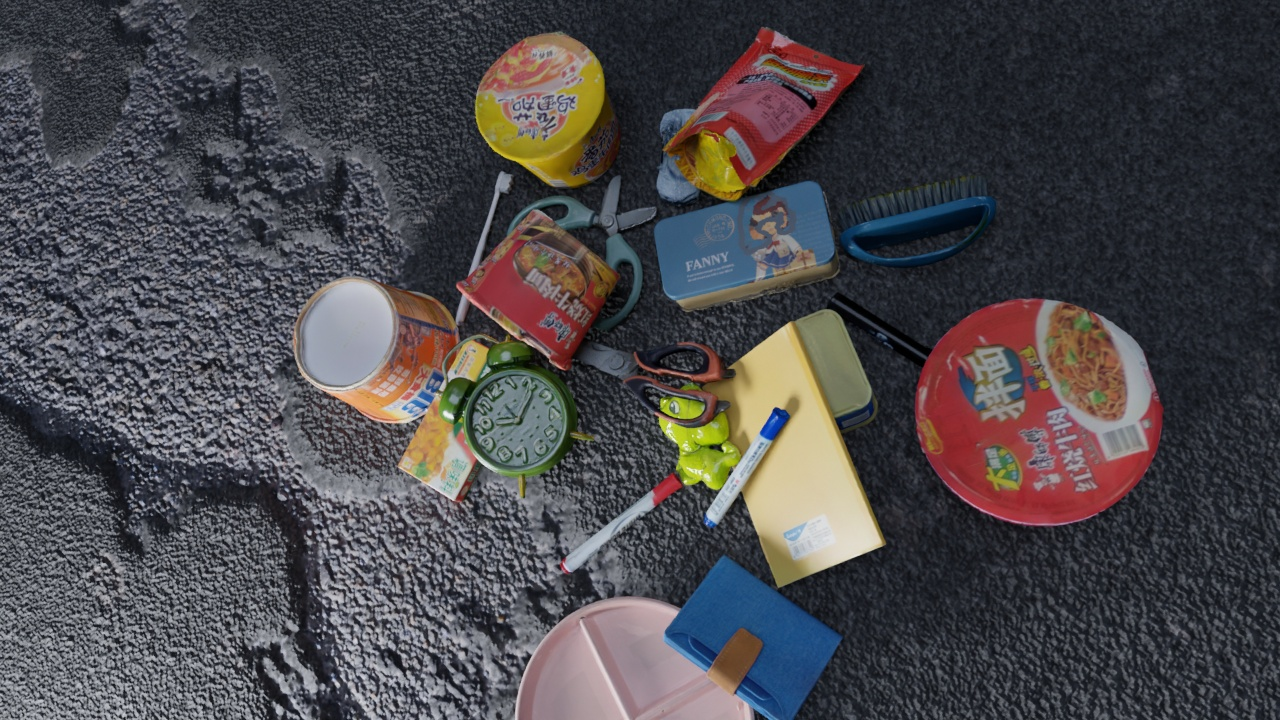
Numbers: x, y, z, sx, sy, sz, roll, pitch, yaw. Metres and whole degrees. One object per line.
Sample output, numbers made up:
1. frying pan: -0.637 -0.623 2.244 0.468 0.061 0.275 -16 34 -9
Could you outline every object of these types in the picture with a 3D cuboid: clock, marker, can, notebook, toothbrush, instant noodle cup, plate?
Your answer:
1. clock: -0.132 0.046 0.913 0.116 0.056 0.161 -40 89 -4
2. marker: -0.019 0.161 0.900 0.145 0.017 0.017 -39 70 5
3. marker: 0.236 -0.024 0.865 0.132 0.020 0.022 35 72 20
4. can: 0.175 0.010 0.841 0.057 0.083 0.102 -23 73 10
5. notebook: 0.130 0.088 0.826 0.146 0.010 0.206 -42 62 50
6. marker: 0.095 0.101 0.841 0.017 0.016 0.146 40 124 20
7. toothbrush: -0.172 -0.123 1.008 0.016 0.016 0.180 14 82 13
8. instant noodle cup: -0.094 -0.074 0.900 0.138 0.138 0.108 38 90 20
9. plate: -0.006 0.337 0.852 0.230 0.028 0.229 -3 78 15
10. instant noodle cup: 0.338 0.047 0.795 0.194 0.066 0.193 -4 77 16
11. instant noodle cup: -0.281 -0.016 0.965 0.151 0.111 0.151 -4 77 16
12. instant noodle cup: -0.086 -0.251 0.961 0.138 0.109 0.138 -4 77 16

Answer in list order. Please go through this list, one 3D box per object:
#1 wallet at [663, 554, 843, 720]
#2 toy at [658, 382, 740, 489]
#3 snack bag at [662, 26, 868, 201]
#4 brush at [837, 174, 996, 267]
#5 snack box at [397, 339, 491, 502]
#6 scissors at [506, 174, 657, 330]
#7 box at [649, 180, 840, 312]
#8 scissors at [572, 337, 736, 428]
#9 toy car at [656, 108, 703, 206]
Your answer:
1. wallet: 0.099 0.248 0.817 0.133 0.040 0.106 32 57 19
2. toy: 0.057 0.071 0.885 0.097 0.031 0.100 5 94 38
3. snack bag: 0.122 -0.252 0.907 0.129 0.073 0.207 26 62 26
4. brush: 0.260 -0.124 0.861 0.144 0.055 0.073 -13 74 13
5. snack box: -0.184 0.062 0.964 0.077 0.027 0.155 26 86 18
6. scissors: -0.063 -0.111 0.973 0.175 0.019 0.169 -6 75 14
7. box: 0.099 -0.108 0.901 0.184 0.063 0.089 -15 74 11
8. scissors: -0.003 -0.006 0.909 0.182 0.015 0.209 -33 57 13
9. toy car: 0.042 -0.213 0.957 0.049 0.031 0.105 -1 79 17
